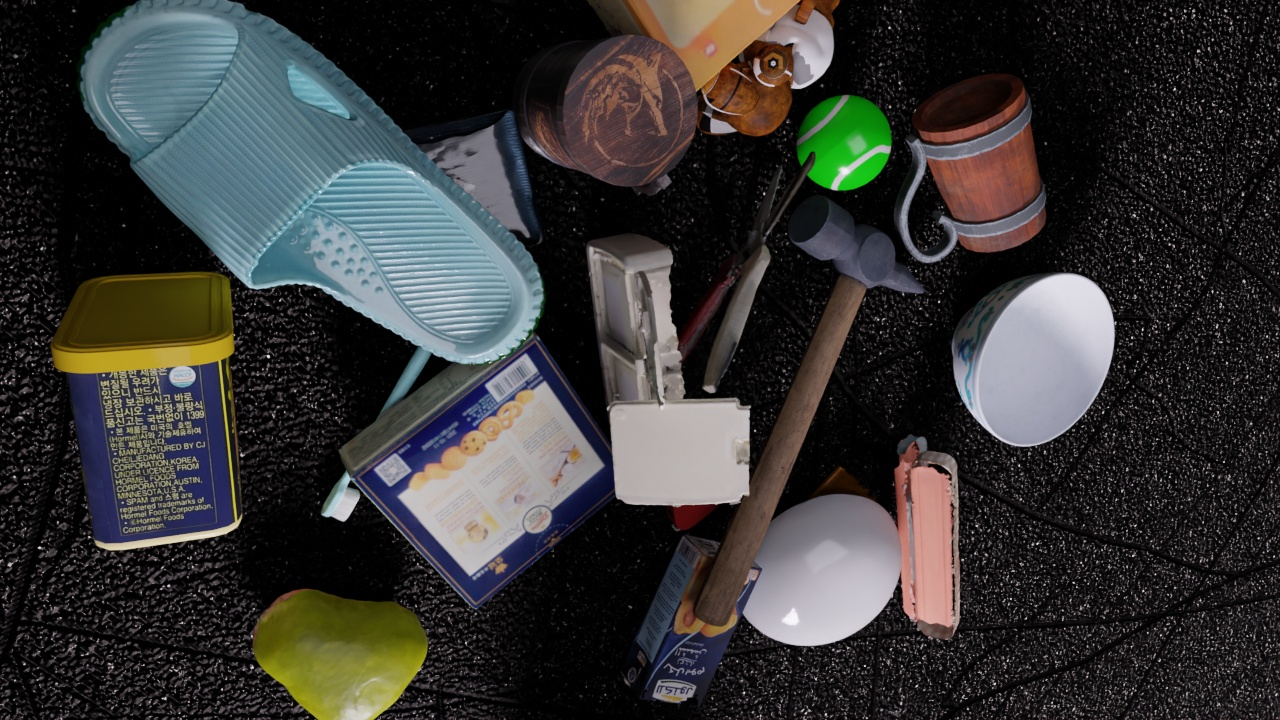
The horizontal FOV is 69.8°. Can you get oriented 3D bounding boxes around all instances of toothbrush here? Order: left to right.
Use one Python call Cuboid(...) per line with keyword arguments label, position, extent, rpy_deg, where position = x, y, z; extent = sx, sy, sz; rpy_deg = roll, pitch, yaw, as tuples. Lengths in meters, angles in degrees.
Cuboid(label="toothbrush", position=(-0.157, 0.026, 0.596), extent=(0.016, 0.016, 0.181), rpy_deg=(28, 94, -27))

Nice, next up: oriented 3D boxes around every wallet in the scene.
Cuboid(label="wallet", position=(-0.122, -0.100, 0.564), extent=(0.114, 0.026, 0.089), rpy_deg=(-17, 113, -16))

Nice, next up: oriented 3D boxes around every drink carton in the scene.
Cuboid(label="drink carton", position=(0.040, 0.209, 0.733), extent=(0.064, 0.040, 0.130), rpy_deg=(19, 98, -28))

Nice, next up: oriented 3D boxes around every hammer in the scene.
Cuboid(label="hammer", position=(0.114, 0.049, 0.692), extent=(0.129, 0.040, 0.321), rpy_deg=(25, 87, -33))

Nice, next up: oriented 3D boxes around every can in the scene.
Cuboid(label="can", position=(-0.252, 0.021, 0.484), extent=(0.075, 0.135, 0.104), rpy_deg=(-5, 111, -23))

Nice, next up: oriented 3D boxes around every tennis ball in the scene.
Cuboid(label="tennis ball", position=(0.143, -0.153, 0.645), extent=(0.065, 0.065, 0.065), rpy_deg=(-8, 110, -22))

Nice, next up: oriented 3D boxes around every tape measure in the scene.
Cuboid(label="tape measure", position=(0.044, 0.098, 0.710), extent=(0.051, 0.019, 0.059), rpy_deg=(-18, 120, -21))

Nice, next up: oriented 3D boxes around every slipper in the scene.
Cuboid(label="slipper", position=(-0.169, -0.087, 0.498), extent=(0.276, 0.069, 0.116), rpy_deg=(38, 99, -20))

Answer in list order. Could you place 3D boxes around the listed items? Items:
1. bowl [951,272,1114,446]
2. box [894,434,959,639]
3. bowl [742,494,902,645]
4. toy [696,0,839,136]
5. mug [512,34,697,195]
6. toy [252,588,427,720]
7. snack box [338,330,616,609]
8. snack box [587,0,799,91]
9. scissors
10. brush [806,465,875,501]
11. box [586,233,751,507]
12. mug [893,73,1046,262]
Cuboid(label="bowl", position=(0.310, -0.009, 0.763), extent=(0.143, 0.074, 0.144), rpy_deg=(-8, 110, -22))
Cuboid(label="box", position=(0.254, 0.155, 0.800), extent=(0.057, 0.067, 0.187), rpy_deg=(-3, 115, 16))
Cuboid(label="bowl", position=(0.157, 0.185, 0.761), extent=(0.149, 0.043, 0.150), rpy_deg=(-7, 116, -14))
Cuboid(label="toy", position=(0.087, -0.197, 0.599), extent=(0.067, 0.087, 0.112), rpy_deg=(27, 85, -1))
Cuboid(label="mug", position=(-0.015, -0.138, 0.553), extent=(0.080, 0.107, 0.116), rpy_deg=(-45, 119, -5))
Cuboid(label="toy", position=(-0.202, 0.192, 0.611), extent=(0.110, 0.051, 0.090), rpy_deg=(42, 85, -27))
Cuboid(label="snack box", position=(-0.097, 0.070, 0.613), extent=(0.144, 0.042, 0.145), rpy_deg=(-38, 124, -11))
Cuboid(label="snack box", position=(0.044, -0.279, 0.549), extent=(0.195, 0.080, 0.145), rpy_deg=(-42, 119, -7))
Cuboid(label="scissors", position=(0.063, -0.047, 0.625), extent=(0.015, 0.179, 0.199), rpy_deg=(29, 121, -14))
Cuboid(label="brush", position=(0.193, 0.145, 0.794), extent=(0.048, 0.017, 0.126), rpy_deg=(-46, 119, -4))
Cuboid(label="box", position=(-0.004, 0.004, 0.566), extent=(0.080, 0.180, 0.143), rpy_deg=(-12, 106, -16))
Cuboid(label="mug", position=(0.244, -0.138, 0.696), extent=(0.117, 0.081, 0.111), rpy_deg=(-27, 121, 5))
